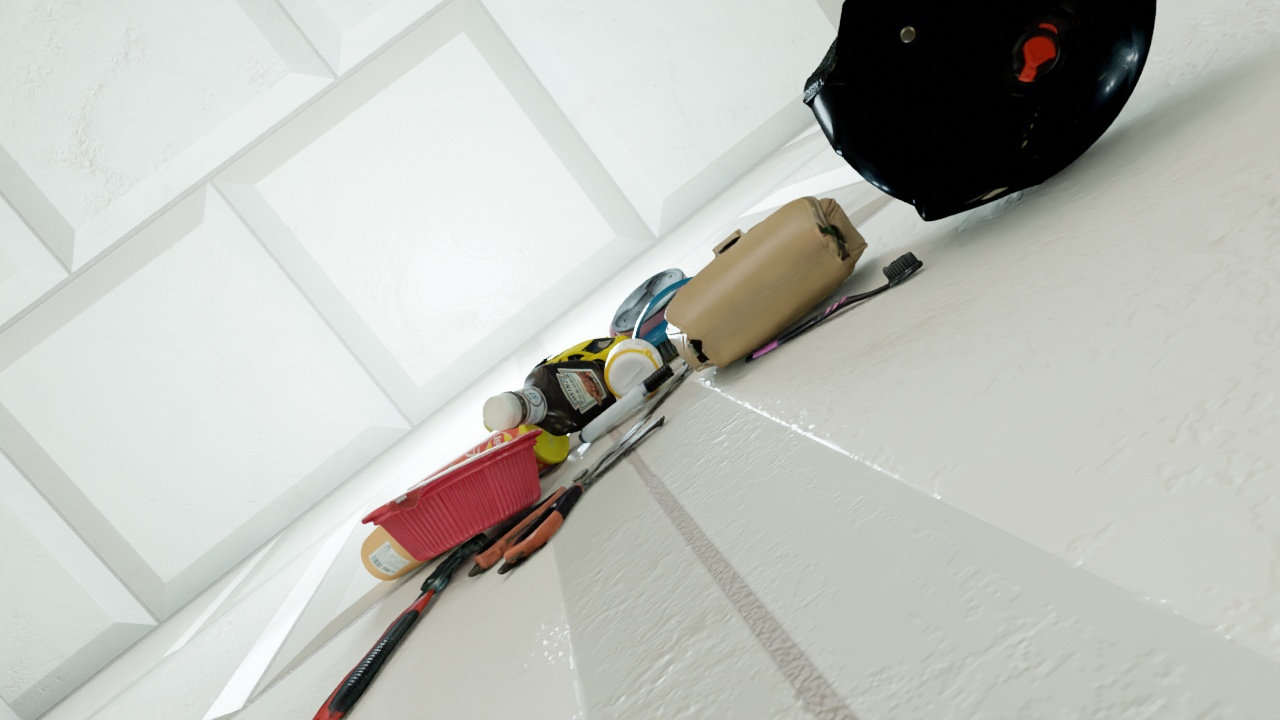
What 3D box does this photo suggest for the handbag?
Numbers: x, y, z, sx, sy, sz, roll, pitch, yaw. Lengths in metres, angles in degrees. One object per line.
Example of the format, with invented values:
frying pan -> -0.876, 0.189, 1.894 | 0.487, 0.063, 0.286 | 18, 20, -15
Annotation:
handbag -> 0.110, -0.074, 0.855 | 0.205, 0.100, 0.147 | -39, 4, 9

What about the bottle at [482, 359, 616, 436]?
bottle -> -0.096, 0.043, 0.980 | 0.044, 0.080, 0.194 | -33, -11, 27

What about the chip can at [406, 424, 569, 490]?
chip can -> -0.179, 0.129, 1.050 | 0.217, 0.073, 0.073 | -34, 9, 29

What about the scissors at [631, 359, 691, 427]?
scissors -> 0.037, 0.019, 0.966 | 0.174, 0.014, 0.137 | -41, 10, -2

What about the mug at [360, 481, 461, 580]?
mug -> -0.253, 0.194, 1.013 | 0.123, 0.078, 0.078 | -38, 7, 33

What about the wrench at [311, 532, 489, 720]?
wrench -> -0.210, 0.235, 0.801 | 0.056, 0.016, 0.272 | -33, 9, 31

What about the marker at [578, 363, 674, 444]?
marker -> -0.015, 0.047, 0.966 | 0.131, 0.018, 0.022 | -40, -16, 23

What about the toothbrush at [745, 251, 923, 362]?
toothbrush -> 0.156, -0.041, 0.779 | 0.190, 0.018, 0.014 | -32, 9, 39

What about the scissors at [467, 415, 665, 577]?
scissors -> -0.064, 0.121, 0.821 | 0.196, 0.015, 0.215 | -34, 8, 24

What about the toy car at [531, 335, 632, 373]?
toy car -> -0.069, -0.001, 1.161 | 0.156, 0.041, 0.071 | -15, 18, 36

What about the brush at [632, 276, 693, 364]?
brush -> 0.047, -0.054, 1.088 | 0.144, 0.073, 0.055 | -35, 14, 10

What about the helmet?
helmet -> 0.261, -0.238, 0.699 | 0.275, 0.230, 0.232 | -20, 26, 31

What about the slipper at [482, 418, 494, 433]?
slipper -> -0.146, 0.068, 1.145 | 0.081, 0.091, 0.191 | -55, 9, -17

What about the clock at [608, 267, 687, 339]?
clock -> 0.016, -0.061, 1.205 | 0.117, 0.060, 0.159 | -50, 25, -17

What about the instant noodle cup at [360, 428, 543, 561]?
instant noodle cup -> -0.168, 0.136, 0.886 | 0.194, 0.066, 0.194 | -27, -4, -2

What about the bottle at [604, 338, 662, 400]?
bottle -> -0.006, 0.006, 1.021 | 0.063, 0.063, 0.108 | -36, 9, 10
